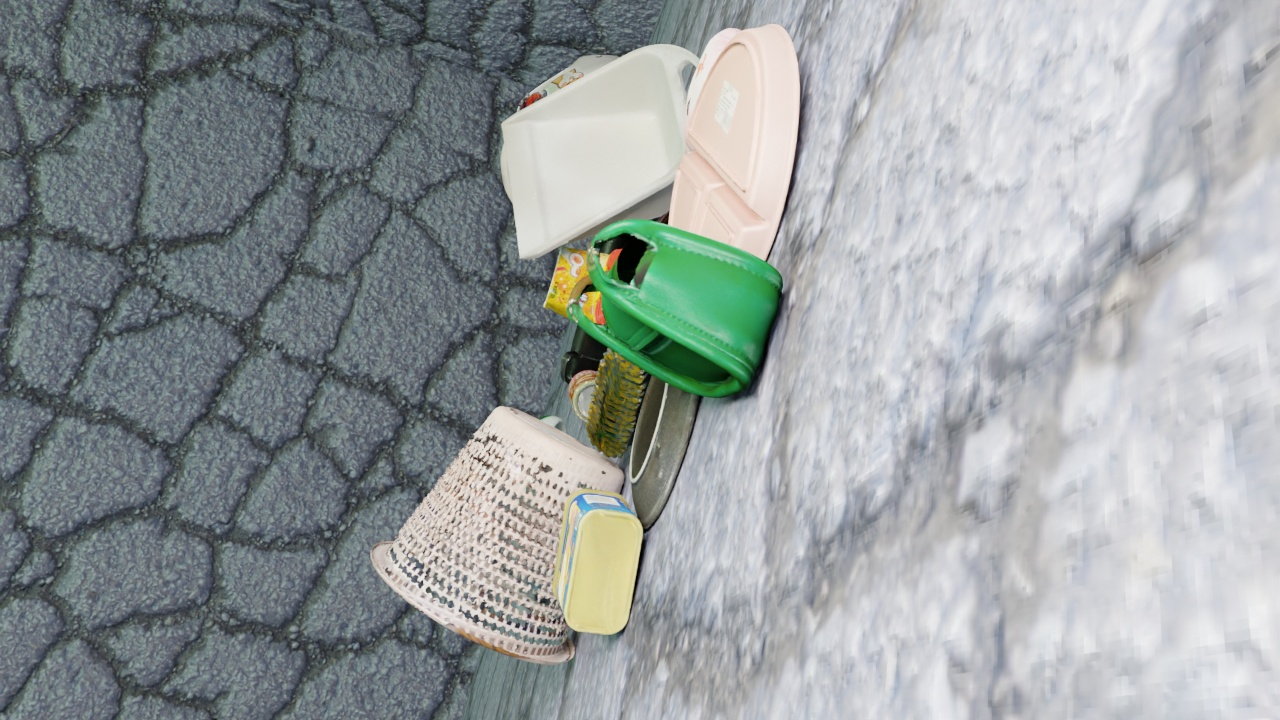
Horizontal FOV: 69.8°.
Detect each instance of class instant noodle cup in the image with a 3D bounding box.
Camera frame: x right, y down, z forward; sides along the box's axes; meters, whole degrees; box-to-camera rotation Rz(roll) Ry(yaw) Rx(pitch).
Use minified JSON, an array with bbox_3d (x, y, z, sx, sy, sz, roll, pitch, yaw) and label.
[{"bbox_3d":[-0.056,-0.091,1.198,0.116,0.123,0.116,159,127,-81],"label":"instant noodle cup"}]

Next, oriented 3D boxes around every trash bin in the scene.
[{"bbox_3d":[-0.124,0.161,0.921,0.192,0.227,0.227,-62,7,-3],"label":"trash bin"}]

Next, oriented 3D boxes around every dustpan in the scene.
[{"bbox_3d":[-0.041,-0.270,1.105,0.143,0.257,0.222,86,174,-64],"label":"dustpan"}]

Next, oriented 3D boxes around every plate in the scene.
[{"bbox_3d":[0.060,-0.136,0.688,0.230,0.028,0.229,-171,91,-77],"label":"plate"},{"bbox_3d":[0.016,0.049,0.758,0.179,0.024,0.179,-165,92,-82],"label":"plate"}]

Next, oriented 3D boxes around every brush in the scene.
[{"bbox_3d":[-0.010,0.027,0.871,0.073,0.055,0.144,-44,-23,-42],"label":"brush"}]

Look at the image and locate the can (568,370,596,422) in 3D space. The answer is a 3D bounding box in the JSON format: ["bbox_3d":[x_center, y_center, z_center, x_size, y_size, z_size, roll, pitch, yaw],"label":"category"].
[{"bbox_3d":[-0.066,0.047,1.227,0.147,0.058,0.058,-145,72,-82],"label":"can"}]

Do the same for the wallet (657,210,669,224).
[{"bbox_3d":[0.018,-0.069,0.790,0.122,0.020,0.096,-62,-32,-65],"label":"wallet"}]

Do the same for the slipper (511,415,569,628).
[{"bbox_3d":[-0.096,0.186,1.062,0.104,0.074,0.245,-21,-66,-71],"label":"slipper"}]

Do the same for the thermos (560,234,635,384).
[{"bbox_3d":[-0.058,-0.073,1.349,0.089,0.068,0.243,-16,-50,-56],"label":"thermos"}]

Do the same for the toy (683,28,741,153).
[{"bbox_3d":[0.071,-0.247,0.898,0.160,0.054,0.121,104,-179,-71],"label":"toy"}]

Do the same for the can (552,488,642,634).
[{"bbox_3d":[-0.035,0.162,0.742,0.083,0.057,0.102,-169,88,-80],"label":"can"}]

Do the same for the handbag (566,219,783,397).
[{"bbox_3d":[0.017,-0.030,0.557,0.131,0.120,0.068,136,155,-79],"label":"handbag"}]

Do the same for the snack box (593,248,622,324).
[{"bbox_3d":[0.006,-0.071,0.905,0.080,0.082,0.091,-33,40,58],"label":"snack box"}]

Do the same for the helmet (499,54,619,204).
[{"bbox_3d":[-0.053,-0.296,1.288,0.274,0.230,0.157,-44,31,-8],"label":"helmet"}]
